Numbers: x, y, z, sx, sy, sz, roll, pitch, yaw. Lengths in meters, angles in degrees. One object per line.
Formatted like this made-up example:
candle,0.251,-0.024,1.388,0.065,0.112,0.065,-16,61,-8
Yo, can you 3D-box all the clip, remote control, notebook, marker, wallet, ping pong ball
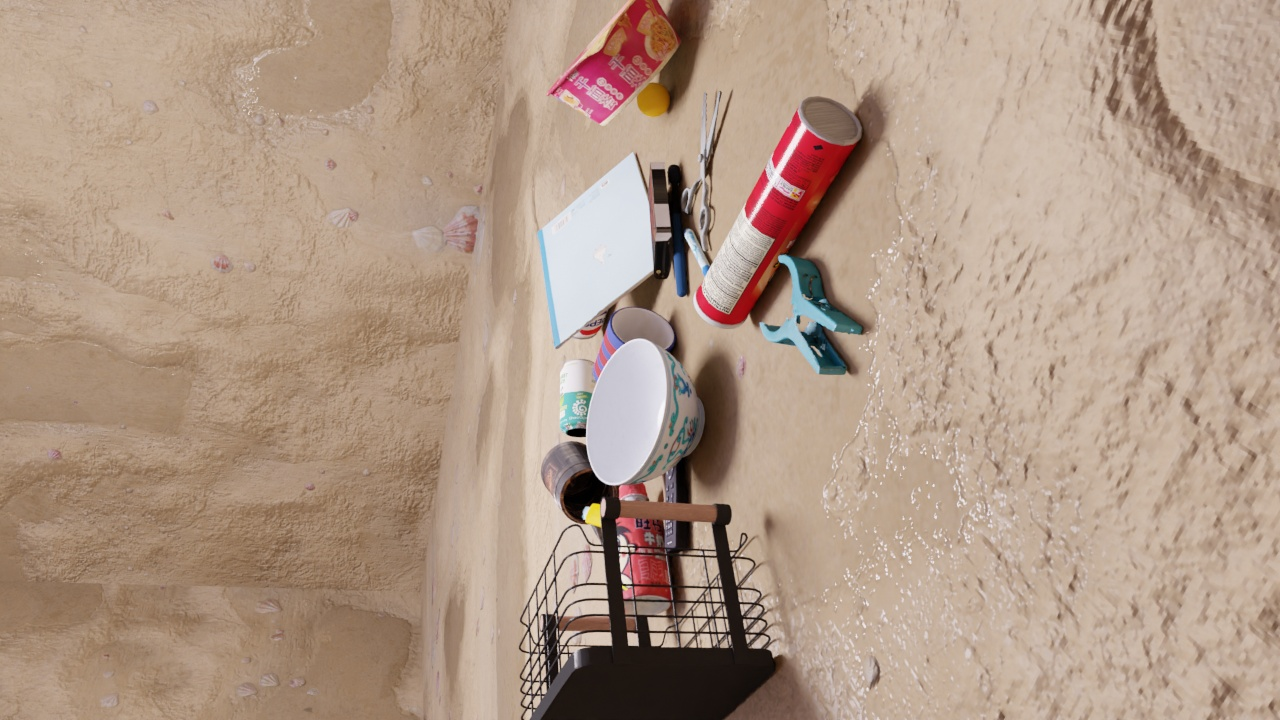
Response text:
clip,0.128,-0.051,0.688,0.130,0.031,0.121,-170,91,-73
remote control,0.037,0.125,0.933,0.032,0.015,0.136,131,144,-62
notebook,-0.056,-0.146,1.171,0.181,0.009,0.253,-36,39,20
marker,0.064,-0.097,0.927,0.141,0.013,0.013,-108,29,-53
wallet,0.022,-0.160,1.035,0.072,0.019,0.122,93,175,-52
ping pong ball,0.016,-0.314,1.105,0.040,0.040,0.040,-175,91,-73

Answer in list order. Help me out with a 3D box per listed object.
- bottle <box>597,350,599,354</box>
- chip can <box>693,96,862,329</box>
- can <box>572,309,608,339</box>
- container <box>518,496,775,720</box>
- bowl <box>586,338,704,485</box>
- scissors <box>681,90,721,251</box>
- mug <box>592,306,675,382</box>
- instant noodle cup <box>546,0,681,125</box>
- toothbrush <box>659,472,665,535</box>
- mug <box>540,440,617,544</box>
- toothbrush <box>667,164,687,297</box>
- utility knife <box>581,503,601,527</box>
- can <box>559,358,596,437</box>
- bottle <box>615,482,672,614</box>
bottle,-0.032,0.035,1.137,0.043,0.043,0.110,121,150,-54
chip can,0.104,-0.111,0.736,0.215,0.051,0.051,118,153,-49
can,-0.072,-0.098,1.262,0.070,0.070,0.132,-102,25,-46
container,-0.006,0.234,0.784,0.242,0.162,0.130,116,154,-47
bowl,0.015,0.057,0.902,0.144,0.074,0.143,-33,50,49
scissors,0.067,-0.194,0.947,0.142,0.014,0.161,113,156,-51
mug,-0.006,0.006,1.005,0.111,0.075,0.076,-98,22,-46
instant noodle cup,-0.025,-0.354,1.088,0.179,0.077,0.178,-43,18,17
toothbrush,0.024,0.110,0.977,0.016,0.016,0.166,122,149,-54
mug,-0.074,0.174,1.193,0.107,0.080,0.116,-144,33,-69
toothbrush,0.041,-0.144,1.012,0.014,0.014,0.167,107,162,-66
utility knife,-0.028,0.182,1.065,0.165,0.017,0.030,-2,55,56
can,-0.085,0.053,1.278,0.055,0.055,0.101,129,143,-60
bottle,-0.002,0.192,0.958,0.062,0.062,0.137,116,153,-48
